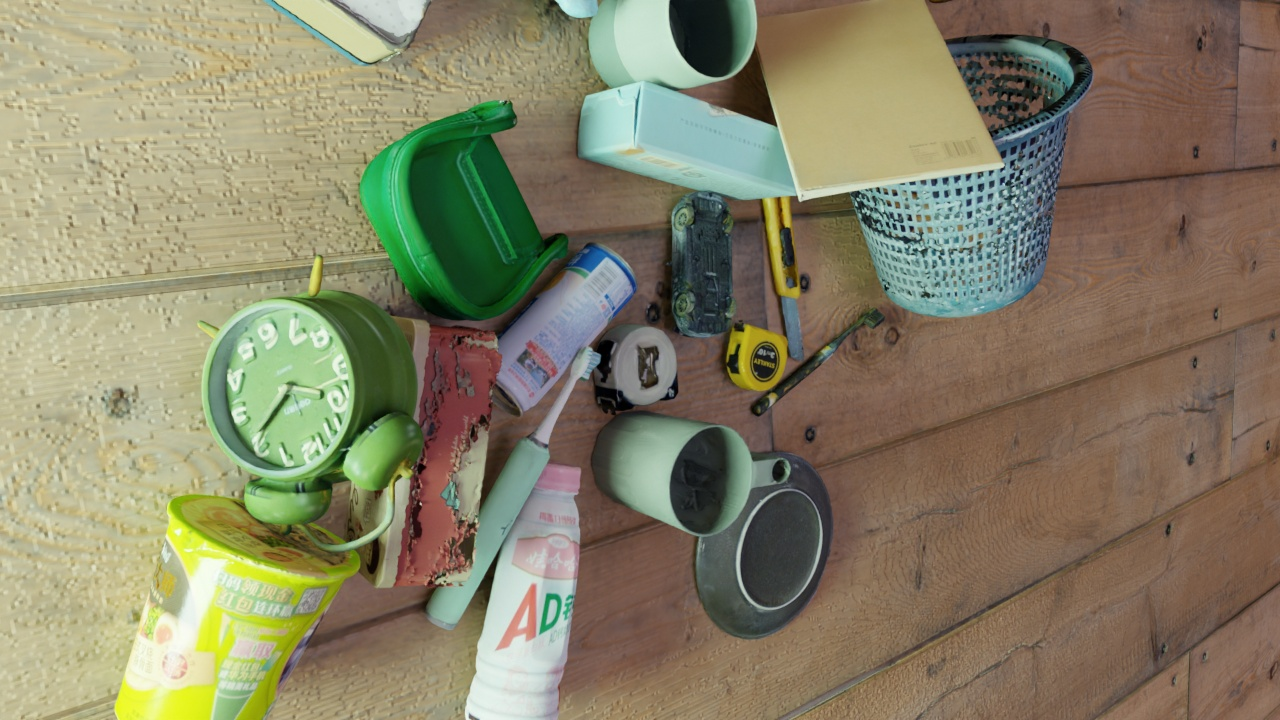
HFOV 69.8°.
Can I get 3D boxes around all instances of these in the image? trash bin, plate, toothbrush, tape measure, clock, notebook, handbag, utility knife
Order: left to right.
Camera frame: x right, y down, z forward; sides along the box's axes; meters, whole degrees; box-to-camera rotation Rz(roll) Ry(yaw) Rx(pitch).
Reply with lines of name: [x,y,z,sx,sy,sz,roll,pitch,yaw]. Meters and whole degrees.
clock: [-0.187,0.031,0.530,0.161,0.116,0.056,66,15,6]
handbag: [-0.113,-0.098,0.614,0.120,0.068,0.131,-39,117,-28]
toothbrush: [-0.090,0.089,0.652,0.027,0.026,0.224,29,90,-47]
tape measure: [-0.004,0.004,0.729,0.065,0.034,0.066,-15,105,-36]
tape measure: [0.100,-0.002,0.808,0.060,0.029,0.057,14,86,-37]
plate: [0.124,0.173,0.850,0.179,0.024,0.179,-5,98,-36]
utility knife: [0.131,-0.099,0.828,0.033,0.015,0.215,-19,107,-31]
toothbrush: [0.172,0.001,0.869,0.185,0.017,0.012,-36,152,-28]
notebook: [0.177,-0.214,0.720,0.149,0.211,0.012,-9,145,1]
trash bin: [0.280,-0.155,0.827,0.226,0.227,0.195,-39,129,-27]

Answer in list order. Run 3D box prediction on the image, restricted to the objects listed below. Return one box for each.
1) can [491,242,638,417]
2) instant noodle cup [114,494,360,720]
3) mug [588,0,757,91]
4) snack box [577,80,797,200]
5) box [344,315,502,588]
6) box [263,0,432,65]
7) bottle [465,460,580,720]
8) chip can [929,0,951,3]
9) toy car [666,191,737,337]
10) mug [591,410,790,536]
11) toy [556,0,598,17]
can: [-0.062,-0.023,0.670,0.134,0.053,0.053,-49,121,-22]
instant noodle cup: [-0.240,0.156,0.532,0.111,0.112,0.123,24,88,-36]
mug: [0.029,-0.246,0.677,0.111,0.106,0.082,-34,113,-28]
snack box: [0.043,-0.167,0.717,0.174,0.074,0.051,7,91,-37]
box: [-0.136,0.059,0.601,0.076,0.091,0.168,7,92,-34]
box: [-0.206,-0.258,0.533,0.184,0.061,0.089,32,76,-33]
bottle: [-0.080,0.173,0.674,0.068,0.068,0.197,12,85,-37]
chip can: [0.267,-0.447,0.852,0.072,0.072,0.213,-46,119,-23]
toy car: [0.049,-0.079,0.757,0.054,0.037,0.120,3,87,-36]
mug: [0.038,0.084,0.726,0.123,0.103,0.083,-1,96,-38]
toy: [-0.091,-0.293,0.607,0.161,0.050,0.155,57,37,1]
